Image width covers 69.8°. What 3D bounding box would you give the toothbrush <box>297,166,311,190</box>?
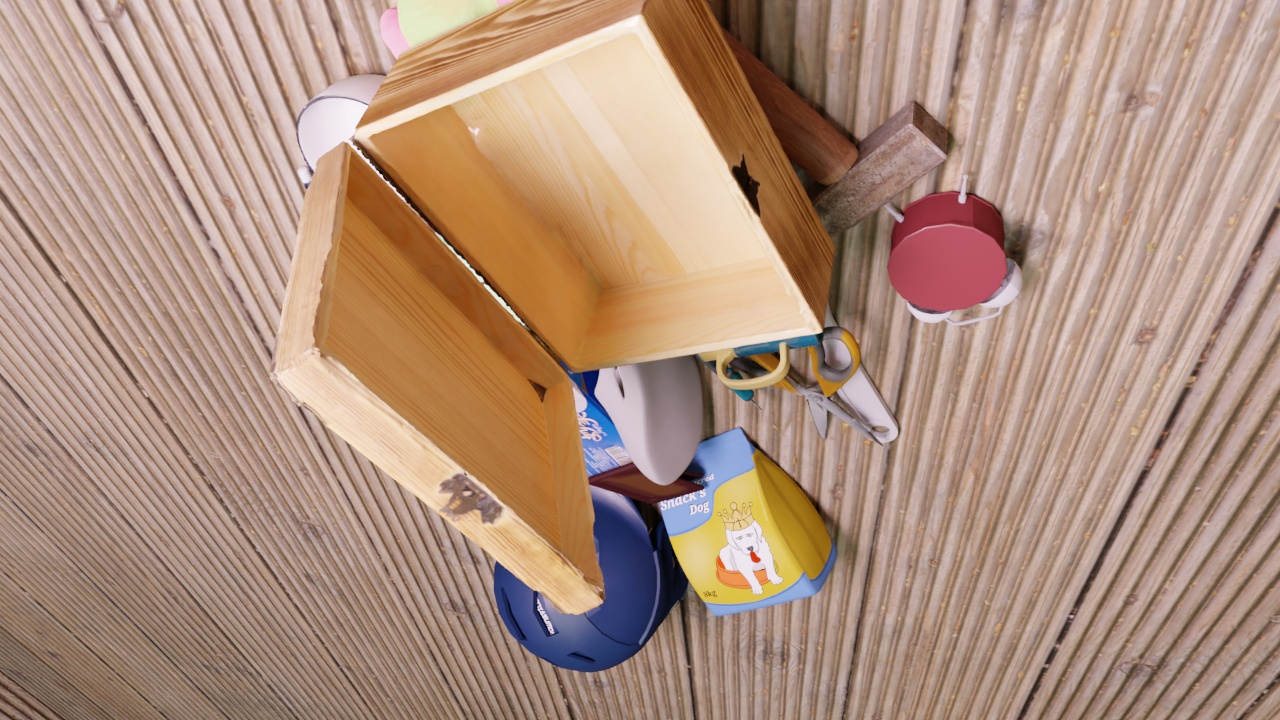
[{"bbox_3d":[-0.317,-0.121,0.955,0.017,0.012,0.187,7,138,18],"label":"toothbrush"}]

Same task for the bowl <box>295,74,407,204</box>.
[{"bbox_3d":[-0.232,-0.197,0.802,0.116,0.065,0.116,10,138,9],"label":"bowl"}]

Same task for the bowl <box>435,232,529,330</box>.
[{"bbox_3d":[-0.168,-0.051,0.905,0.151,0.151,0.077,3,-179,16],"label":"bowl"}]

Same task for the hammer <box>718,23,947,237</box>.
[{"bbox_3d":[0.072,-0.209,0.702,0.300,0.037,0.158,35,136,-18],"label":"hammer"}]

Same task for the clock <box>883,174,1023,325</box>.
[{"bbox_3d":[0.258,-0.082,0.764,0.096,0.048,0.137,-15,129,32],"label":"clock"}]

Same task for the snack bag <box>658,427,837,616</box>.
[{"bbox_3d":[0.111,0.185,1.082,0.159,0.102,0.205,-26,101,38],"label":"snack bag"}]

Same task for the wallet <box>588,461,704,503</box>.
[{"bbox_3d":[0.005,0.137,1.035,0.092,0.018,0.115,-23,150,39],"label":"wallet"}]

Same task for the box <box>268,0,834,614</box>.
[{"bbox_3d":[-0.069,-0.031,0.608,0.285,0.322,0.279,-8,140,33],"label":"box"}]

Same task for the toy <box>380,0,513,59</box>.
[{"bbox_3d":[-0.122,-0.223,0.721,0.192,0.096,0.237,22,151,3],"label":"toy"}]

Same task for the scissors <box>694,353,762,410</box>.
[{"bbox_3d":[0.078,0.007,0.902,0.124,0.154,0.019,45,92,4],"label":"scissors"}]

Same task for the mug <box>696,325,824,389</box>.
[{"bbox_3d":[0.101,-0.031,0.799,0.107,0.113,0.083,-6,159,19],"label":"mug"}]

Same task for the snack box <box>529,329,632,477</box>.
[{"bbox_3d":[-0.099,0.052,1.003,0.155,0.069,0.202,-19,133,32],"label":"snack box"}]

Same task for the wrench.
[{"bbox_3d":[0.180,-0.003,0.903,0.087,0.018,0.273,-14,131,31],"label":"wrench"}]

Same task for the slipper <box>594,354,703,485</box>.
[{"bbox_3d":[-0.005,0.005,0.920,0.081,0.112,0.266,14,136,32],"label":"slipper"}]

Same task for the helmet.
[{"bbox_3d":[-0.083,0.261,1.166,0.233,0.222,0.272,-21,89,36],"label":"helmet"}]

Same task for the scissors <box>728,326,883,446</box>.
[{"bbox_3d":[0.158,0.021,0.915,0.217,0.016,0.225,17,153,20],"label":"scissors"}]
